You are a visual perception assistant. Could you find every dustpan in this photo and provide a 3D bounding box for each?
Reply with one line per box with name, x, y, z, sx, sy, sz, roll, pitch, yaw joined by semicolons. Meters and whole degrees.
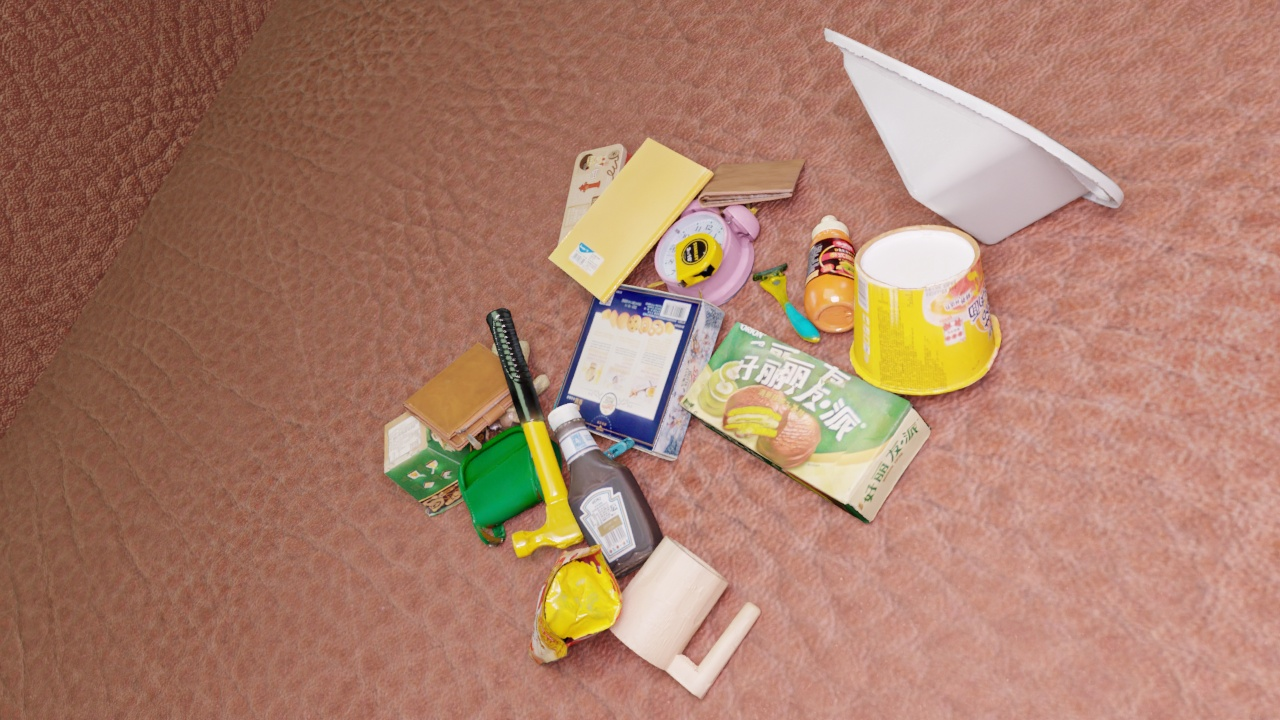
dustpan;0.326;-0.221;0.866;0.143;0.222;0.257;-33;57;34

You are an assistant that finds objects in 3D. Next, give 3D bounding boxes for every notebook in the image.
notebook;-0.017;-0.180;1.153;0.206;0.010;0.146;-50;44;1

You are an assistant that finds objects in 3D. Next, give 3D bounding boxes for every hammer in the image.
hammer;-0.125;0.074;1.078;0.128;0.033;0.300;-17;70;-11

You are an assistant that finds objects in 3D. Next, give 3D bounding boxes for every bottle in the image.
bottle;-0.046;0.138;1.006;0.080;0.044;0.194;-35;70;18
bottle;0.209;-0.101;0.994;0.067;0.067;0.149;-20;46;29

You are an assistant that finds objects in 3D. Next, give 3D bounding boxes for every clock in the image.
clock;0.083;-0.140;1.118;0.117;0.060;0.158;19;75;43

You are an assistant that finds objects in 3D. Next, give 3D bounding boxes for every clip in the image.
clip;-0.027;0.101;1.032;0.047;0.014;0.057;-31;-4;-39

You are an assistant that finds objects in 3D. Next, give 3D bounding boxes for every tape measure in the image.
tape measure;0.067;-0.117;1.053;0.057;0.029;0.060;-22;53;26

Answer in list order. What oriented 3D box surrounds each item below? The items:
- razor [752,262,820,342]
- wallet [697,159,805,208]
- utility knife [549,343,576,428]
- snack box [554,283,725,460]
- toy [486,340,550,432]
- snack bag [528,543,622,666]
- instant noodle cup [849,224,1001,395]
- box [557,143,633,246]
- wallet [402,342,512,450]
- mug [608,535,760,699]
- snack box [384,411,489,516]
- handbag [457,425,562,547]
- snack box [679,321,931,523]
razor;0.168;-0.059;1.019;0.043;0.028;0.132;-17;44;-9
wallet;0.136;-0.216;1.107;0.115;0.020;0.101;-1;33;22
utility knife;-0.087;0.019;1.190;0.029;0.013;0.151;5;69;44
snack box;-0.006;0.006;1.085;0.178;0.045;0.182;16;86;44
toy;-0.173;0.034;1.222;0.105;0.066;0.157;1;49;-9
snack bag;-0.077;0.249;0.941;0.208;0.073;0.128;133;155;-68
instant noodle cup;0.258;-0.053;0.849;0.138;0.110;0.137;-11;35;8
box;-0.047;-0.200;1.258;0.091;0.080;0.168;-3;68;37
wallet;-0.213;0.045;1.155;0.119;0.035;0.130;35;60;25
mug;0.041;0.249;0.900;0.125;0.084;0.103;35;86;21
snack box;-0.276;0.120;1.212;0.118;0.105;0.118;-31;47;21
handbag;-0.156;0.152;1.129;0.131;0.068;0.120;-30;57;19
snack box;0.159;0.056;0.928;0.240;0.063;0.114;31;83;46
